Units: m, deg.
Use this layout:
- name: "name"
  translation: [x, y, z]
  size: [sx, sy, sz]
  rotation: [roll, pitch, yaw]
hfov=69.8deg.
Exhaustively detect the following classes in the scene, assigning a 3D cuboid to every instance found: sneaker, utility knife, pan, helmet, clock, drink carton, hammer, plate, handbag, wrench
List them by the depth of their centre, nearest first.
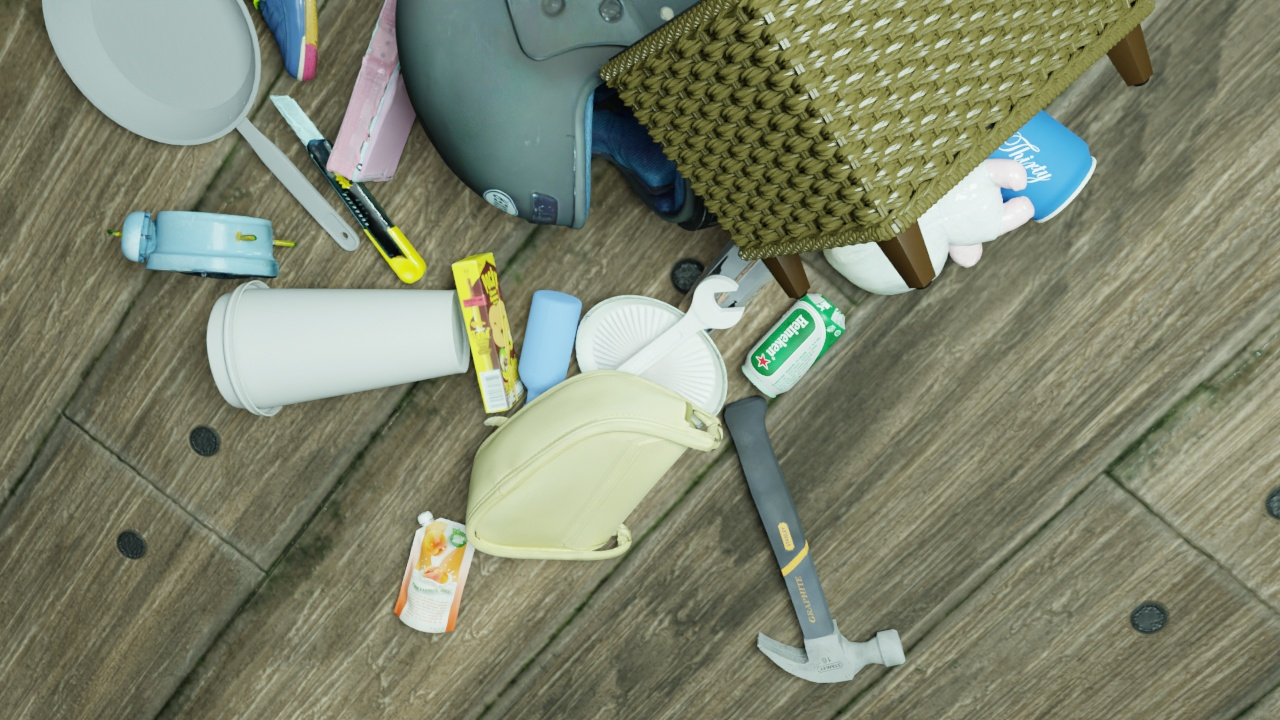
- name: "helmet"
  translation: [-0.059, -0.224, 0.733]
  size: [0.235, 0.249, 0.316]
  rotation: [-28, 94, -10]
- name: "sneaker"
  translation: [-0.345, -0.372, 0.820]
  size: [0.091, 0.116, 0.242]
  rotation: [-11, 100, -19]
- name: "wrench"
  translation: [-0.005, 0.005, 0.860]
  size: [0.047, 0.009, 0.274]
  rotation: [45, 127, -10]
- name: "pan"
  translation: [-0.396, -0.246, 0.874]
  size: [0.201, 0.050, 0.356]
  rotation: [-33, 113, 24]
- name: "plate"
  translation: [0.011, 0.004, 0.878]
  size: [0.157, 0.014, 0.157]
  rotation: [15, 129, 20]
- name: "utility knife"
  translation: [-0.278, -0.164, 0.879]
  size: [0.029, 0.020, 0.213]
  rotation: [-31, 110, 13]
- name: "clock"
  translation: [-0.427, -0.110, 0.884]
  size: [0.162, 0.118, 0.060]
  rotation: [4, 93, 0]
- name: "handbag"
  translation: [-0.054, 0.102, 0.884]
  size: [0.190, 0.088, 0.233]
  rotation: [21, 126, -25]
- name: "hammer"
  translation: [0.156, 0.182, 0.925]
  size: [0.139, 0.035, 0.312]
  rotation: [-17, 101, 13]
- name: "drink carton"
  translation: [-0.220, 0.227, 0.988]
  size: [0.069, 0.039, 0.122]
  rotation: [17, 100, 2]

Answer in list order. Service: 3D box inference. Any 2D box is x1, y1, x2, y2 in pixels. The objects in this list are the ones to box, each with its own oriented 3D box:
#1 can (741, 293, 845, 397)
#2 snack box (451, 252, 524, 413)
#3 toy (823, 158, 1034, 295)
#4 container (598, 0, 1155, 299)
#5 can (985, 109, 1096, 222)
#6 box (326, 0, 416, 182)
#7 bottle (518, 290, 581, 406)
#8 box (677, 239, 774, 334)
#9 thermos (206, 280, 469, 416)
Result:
- name: "can"
  translation: [0.145, -0.015, 0.865]
  size: [0.053, 0.053, 0.101]
  rotation: [41, 105, -4]
- name: "snack box"
  translation: [-0.147, -0.028, 0.896]
  size: [0.026, 0.061, 0.149]
  rotation: [-9, 103, 9]
- name: "toy"
  translation: [0.238, -0.125, 0.786]
  size: [0.180, 0.101, 0.139]
  rotation: [-11, 115, 30]
- name: "container"
  translation: [0.175, -0.201, 0.610]
  size: [0.320, 0.177, 0.205]
  rotation: [-40, 108, -21]
- name: "can"
  translation: [0.306, -0.189, 0.786]
  size: [0.146, 0.078, 0.079]
  rotation: [36, 106, -3]
- name: "box"
  translation: [-0.212, -0.272, 0.828]
  size: [0.037, 0.098, 0.233]
  rotation: [27, 104, 4]
- name: "bottle"
  translation: [-0.094, -0.001, 0.902]
  size: [0.048, 0.048, 0.131]
  rotation: [15, 106, 3]
- name: "box"
  translation: [0.109, -0.104, 0.788]
  size: [0.063, 0.081, 0.217]
  rotation: [41, 139, -1]
- name: "thermos"
  translation: [-0.285, -0.019, 0.890]
  size: [0.222, 0.131, 0.131]
  rotation: [-5, 104, 1]
